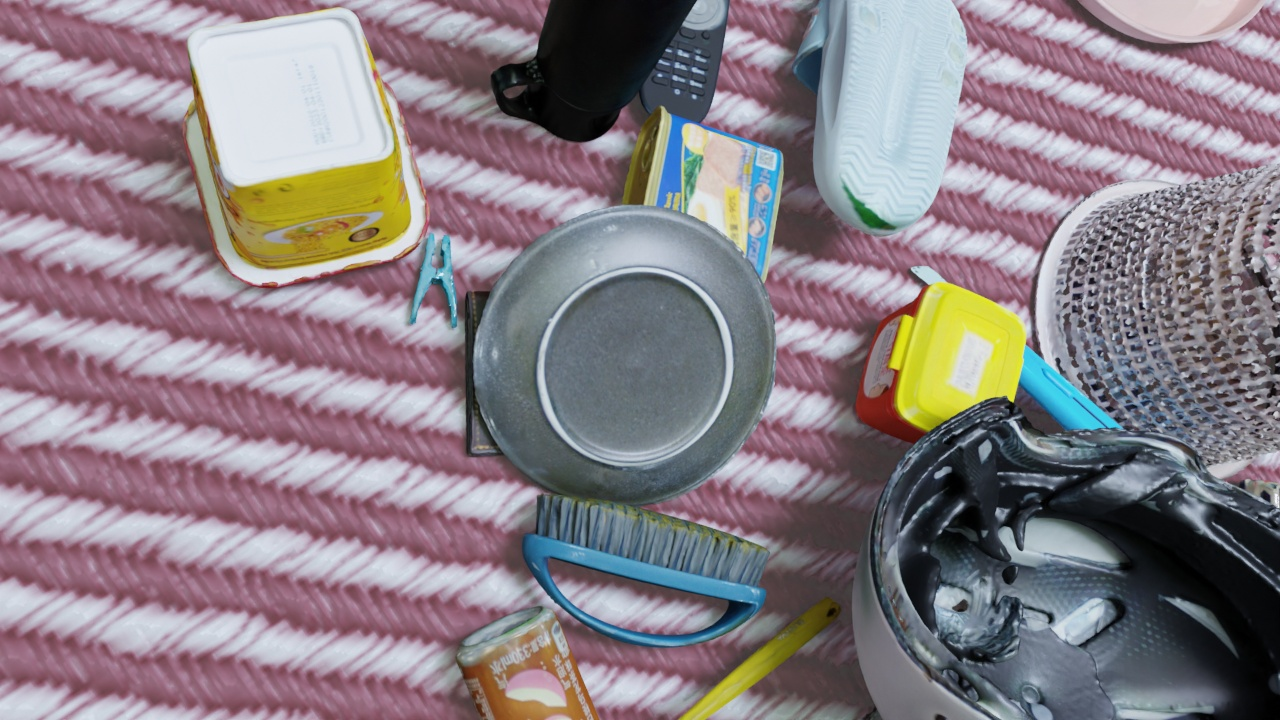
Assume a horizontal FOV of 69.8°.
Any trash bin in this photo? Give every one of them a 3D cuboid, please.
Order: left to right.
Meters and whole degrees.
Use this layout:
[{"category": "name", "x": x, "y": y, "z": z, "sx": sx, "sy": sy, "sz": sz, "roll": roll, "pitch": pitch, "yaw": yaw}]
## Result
[{"category": "trash bin", "x": 0.406, "y": -0.035, "z": 0.579, "sx": 0.227, "sy": 0.192, "sz": 0.227, "roll": 2, "pitch": 81, "yaw": -15}]

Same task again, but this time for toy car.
[{"category": "toy car", "x": 0.440, "y": 0.130, "z": 0.645, "sx": 0.042, "sy": 0.035, "sz": 0.090, "roll": 12, "pitch": 81, "yaw": -12}]

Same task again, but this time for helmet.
[{"category": "helmet", "x": 0.233, "y": 0.157, "z": 0.490, "sx": 0.274, "sy": 0.157, "sz": 0.229, "roll": 16, "pitch": 51, "yaw": -4}]

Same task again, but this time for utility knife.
[{"category": "utility knife", "x": 0.261, "y": 0.011, "z": 0.604, "sx": 0.216, "sy": 0.018, "sz": 0.034, "roll": 45, "pitch": 52, "yaw": 9}]

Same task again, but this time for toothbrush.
[{"category": "toothbrush", "x": 0.051, "y": 0.183, "z": 0.509, "sx": 0.189, "sy": 0.017, "sz": 0.015, "roll": -25, "pitch": 90, "yaw": -36}]

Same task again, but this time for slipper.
[{"category": "slipper", "x": 0.148, "y": -0.176, "z": 0.588, "sx": 0.104, "sy": 0.074, "sz": 0.244, "roll": 24, "pitch": 59, "yaw": -19}]

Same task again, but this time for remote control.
[{"category": "remote control", "x": 0.028, "y": -0.210, "z": 0.588, "sx": 0.053, "sy": 0.024, "sz": 0.136, "roll": 12, "pitch": 77, "yaw": -12}]

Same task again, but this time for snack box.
[{"category": "snack box", "x": 0.180, "y": 0.007, "z": 0.567, "sx": 0.082, "sy": 0.080, "sz": 0.091, "roll": 23, "pitch": 76, "yaw": -12}]

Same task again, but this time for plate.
[{"category": "plate", "x": -0.003, "y": 0.003, "z": 0.515, "sx": 0.179, "sy": 0.024, "sz": 0.179, "roll": -3, "pitch": 104, "yaw": -14}, {"category": "plate", "x": 0.394, "y": -0.349, "z": 0.708, "sx": 0.229, "sy": 0.028, "sz": 0.229, "roll": 2, "pitch": 81, "yaw": -16}]

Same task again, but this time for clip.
[{"category": "clip", "x": -0.117, "y": -0.047, "z": 0.530, "sx": 0.038, "sy": 0.013, "sz": 0.055, "roll": 6, "pitch": 82, "yaw": -15}]

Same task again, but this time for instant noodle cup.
[{"category": "instant noodle cup", "x": -0.171, "y": -0.109, "z": 0.466, "sx": 0.116, "sy": 0.124, "sz": 0.116, "roll": -16, "pitch": 86, "yaw": -18}]

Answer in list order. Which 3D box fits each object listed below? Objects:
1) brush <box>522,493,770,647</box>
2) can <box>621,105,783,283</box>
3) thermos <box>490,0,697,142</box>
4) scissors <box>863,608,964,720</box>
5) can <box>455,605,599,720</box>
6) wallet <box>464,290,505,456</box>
[{"category": "brush", "x": 0.002, "y": 0.121, "z": 0.514, "sx": 0.143, "sy": 0.055, "sz": 0.073, "roll": 16, "pitch": 77, "yaw": -13}, {"category": "can", "x": 0.035, "y": -0.090, "z": 0.556, "sx": 0.083, "sy": 0.057, "sz": 0.102, "roll": 14, "pitch": 78, "yaw": -16}, {"category": "thermos", "x": -0.019, "y": -0.177, "z": 0.456, "sx": 0.089, "sy": 0.243, "sz": 0.068, "roll": -22, "pitch": 87, "yaw": -19}, {"category": "scissors", "x": 0.127, "y": 0.235, "z": 0.552, "sx": 0.204, "sy": 0.015, "sz": 0.202, "roll": -3, "pitch": 83, "yaw": -16}, {"category": "can", "x": -0.045, "y": 0.209, "z": 0.487, "sx": 0.057, "sy": 0.058, "sz": 0.147, "roll": -22, "pitch": 88, "yaw": -17}, {"category": "wallet", "x": -0.041, "y": 0.007, "z": 0.540, "sx": 0.122, "sy": 0.020, "sz": 0.096, "roll": -1, "pitch": 87, "yaw": -17}]
